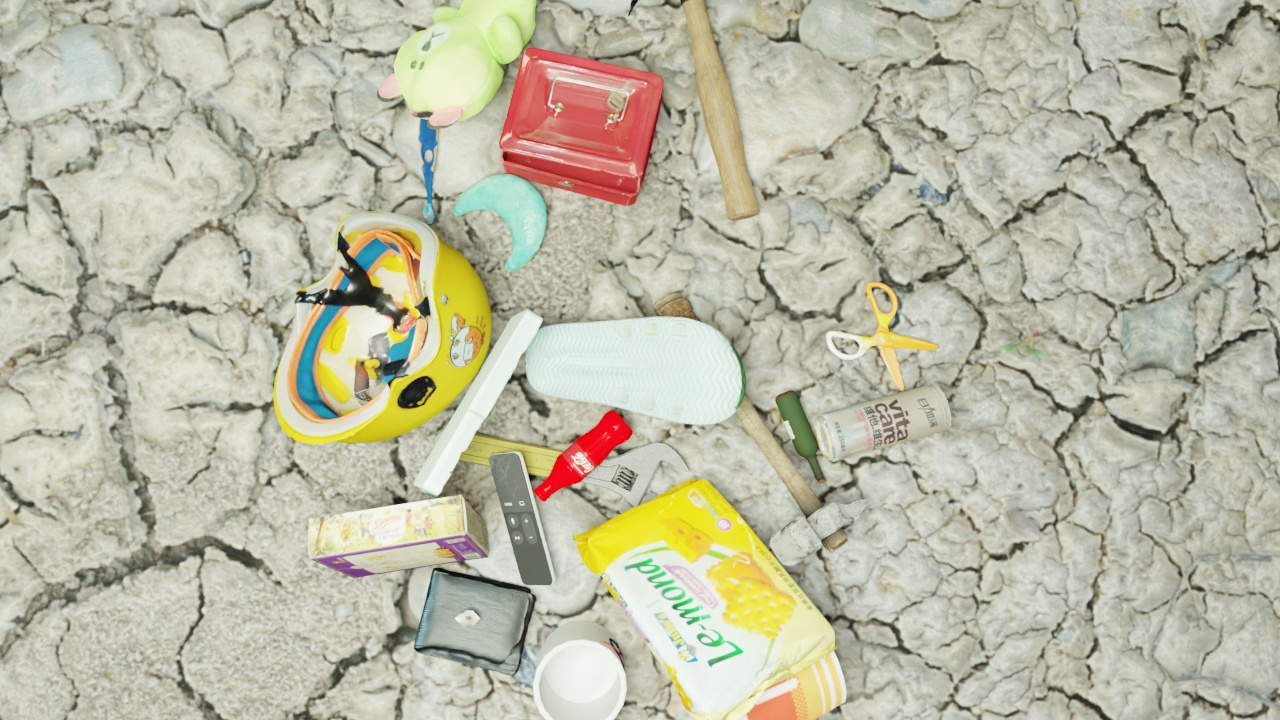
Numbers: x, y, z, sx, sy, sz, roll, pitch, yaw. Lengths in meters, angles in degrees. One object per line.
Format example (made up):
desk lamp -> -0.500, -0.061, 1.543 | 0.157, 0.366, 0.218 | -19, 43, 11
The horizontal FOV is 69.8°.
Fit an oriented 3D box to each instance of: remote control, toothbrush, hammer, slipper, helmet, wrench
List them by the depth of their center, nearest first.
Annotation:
helmet -> -0.243, -0.016, 0.920 | 0.209, 0.139, 0.240 | 32, 93, 37
slipper -> -0.006, 0.006, 0.953 | 0.246, 0.074, 0.104 | 5, 89, 24
hammer -> 0.115, 0.060, 0.961 | 0.121, 0.049, 0.318 | -24, 72, -36
remote control -> -0.125, 0.167, 0.964 | 0.045, 0.008, 0.146 | -9, 98, 36
wrench -> -0.086, 0.108, 0.988 | 0.273, 0.018, 0.083 | 12, 86, -2
toothbrush -> -0.232, -0.215, 1.001 | 0.021, 0.017, 0.135 | -1, 87, -5
hammer -> 0.075, -0.305, 1.014 | 0.132, 0.040, 0.305 | -13, 88, -7

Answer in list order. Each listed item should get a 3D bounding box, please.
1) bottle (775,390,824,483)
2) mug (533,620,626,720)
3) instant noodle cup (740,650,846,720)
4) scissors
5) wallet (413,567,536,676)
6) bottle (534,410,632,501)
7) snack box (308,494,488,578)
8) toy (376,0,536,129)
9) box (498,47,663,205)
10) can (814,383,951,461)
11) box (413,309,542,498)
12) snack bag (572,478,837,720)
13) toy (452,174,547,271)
bottle -> 0.177, 0.084, 0.998 | 0.025, 0.025, 0.106 | -22, 88, -4
mug -> -0.060, 0.337, 0.939 | 0.091, 0.090, 0.121 | -4, 87, -3
instant noodle cup -> 0.134, 0.328, 0.940 | 0.121, 0.123, 0.123 | -18, 87, -11
scissors -> 0.262, -0.023, 1.016 | 0.128, 0.011, 0.125 | -19, 86, -2
wallet -> -0.174, 0.274, 0.969 | 0.115, 0.026, 0.089 | 14, 86, -2
bottle -> -0.062, 0.103, 0.960 | 0.119, 0.036, 0.036 | -42, 89, -4
snack box -> -0.235, 0.178, 0.912 | 0.148, 0.143, 0.040 | -8, 70, -4
toy -> -0.181, -0.326, 0.965 | 0.150, 0.107, 0.197 | 30, 90, 35
box -> -0.062, -0.248, 0.981 | 0.157, 0.092, 0.129 | 14, 84, 2
can -> 0.259, 0.067, 0.989 | 0.135, 0.054, 0.054 | -14, 87, -3
box -> -0.164, 0.045, 0.914 | 0.041, 0.135, 0.196 | 33, 75, -11
snack bag -> 0.059, 0.231, 0.902 | 0.159, 0.068, 0.247 | -23, 53, -25
toy -> -0.144, -0.158, 0.996 | 0.085, 0.033, 0.105 | -45, 87, 9
